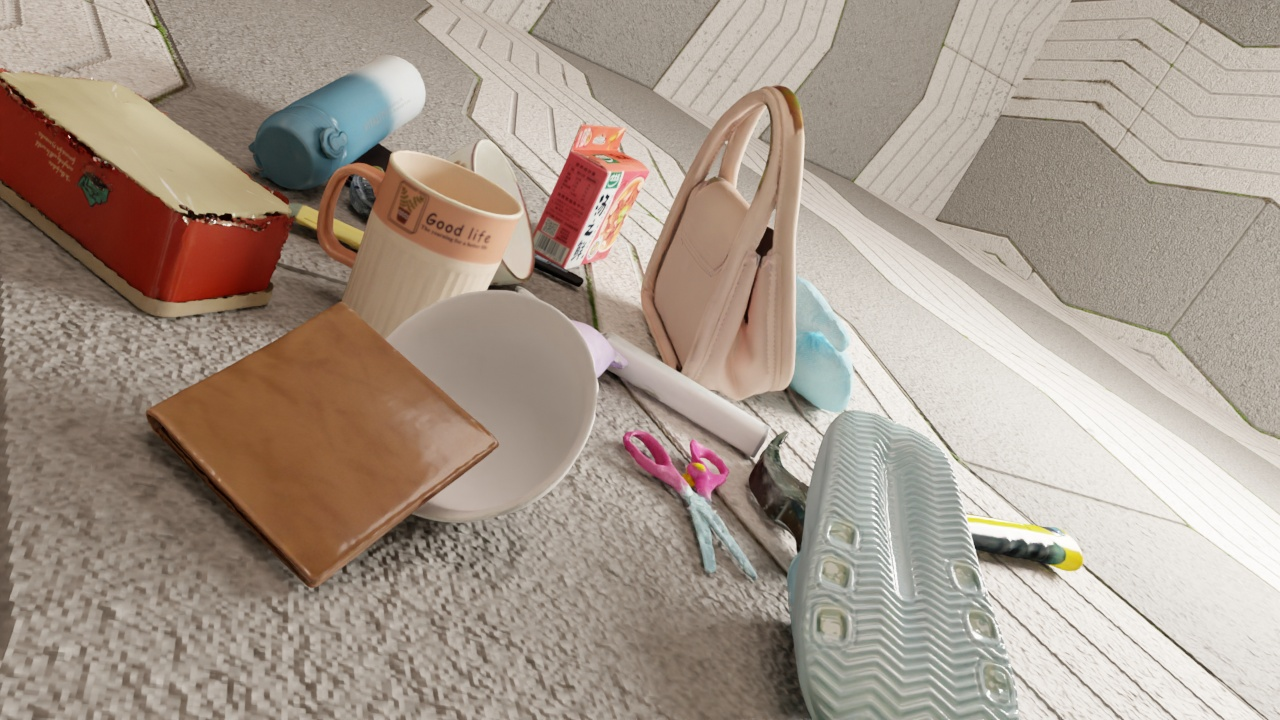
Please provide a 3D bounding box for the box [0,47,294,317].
[{"bbox_3d":[-0.281,-0.103,0.518,0.168,0.079,0.091,34,22,16],"label":"box"}]

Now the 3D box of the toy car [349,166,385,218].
[{"bbox_3d":[-0.182,-0.133,0.765,0.120,0.037,0.054,-5,55,-38],"label":"toy car"}]

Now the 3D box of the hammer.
[{"bbox_3d":[0.212,0.118,0.673,0.322,0.032,0.126,14,25,-32],"label":"hammer"}]

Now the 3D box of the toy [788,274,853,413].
[{"bbox_3d":[0.146,-0.011,0.796,0.156,0.049,0.161,61,-11,-14],"label":"toy"}]

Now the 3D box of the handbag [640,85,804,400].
[{"bbox_3d":[0.077,-0.105,0.743,0.093,0.235,0.193,6,25,-15],"label":"handbag"}]

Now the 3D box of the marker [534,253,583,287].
[{"bbox_3d":[-0.106,-0.096,0.811,0.124,0.015,0.018,26,27,-3],"label":"marker"}]

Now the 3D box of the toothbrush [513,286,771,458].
[{"bbox_3d":[-0.004,0.004,0.682,0.221,0.026,0.027,31,-21,9],"label":"toothbrush"}]

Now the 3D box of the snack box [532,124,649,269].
[{"bbox_3d":[-0.043,-0.156,0.875,0.044,0.127,0.113,32,21,11],"label":"snack box"}]

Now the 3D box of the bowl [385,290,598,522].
[{"bbox_3d":[-0.074,0.032,0.454,0.118,0.118,0.065,36,-17,22],"label":"bowl"}]

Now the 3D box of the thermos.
[{"bbox_3d":[-0.249,-0.204,0.780,0.070,0.070,0.220,26,31,-5],"label":"thermos"}]

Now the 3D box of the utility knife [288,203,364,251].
[{"bbox_3d":[-0.179,-0.078,0.674,0.173,0.019,0.031,20,26,-17],"label":"utility knife"}]

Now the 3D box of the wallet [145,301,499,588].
[{"bbox_3d":[-0.136,0.031,0.399,0.115,0.020,0.101,38,53,20],"label":"wallet"}]

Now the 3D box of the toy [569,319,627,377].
[{"bbox_3d":[-0.055,-0.004,0.620,0.084,0.039,0.107,29,23,2],"label":"toy"}]

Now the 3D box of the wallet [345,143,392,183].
[{"bbox_3d":[-0.241,-0.172,0.823,0.122,0.020,0.096,33,26,11],"label":"wallet"}]

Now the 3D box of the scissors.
[{"bbox_3d":[0.027,0.082,0.554,0.096,0.017,0.137,24,24,-13],"label":"scissors"}]

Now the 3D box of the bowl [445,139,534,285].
[{"bbox_3d":[-0.131,-0.109,0.717,0.062,0.113,0.113,-15,18,11],"label":"bowl"}]

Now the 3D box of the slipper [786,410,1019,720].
[{"bbox_3d":[0.125,0.122,0.488,0.104,0.074,0.244,18,38,-3],"label":"slipper"}]

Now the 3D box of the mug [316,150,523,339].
[{"bbox_3d":[-0.145,-0.070,0.569,0.114,0.106,0.081,26,20,-3],"label":"mug"}]
